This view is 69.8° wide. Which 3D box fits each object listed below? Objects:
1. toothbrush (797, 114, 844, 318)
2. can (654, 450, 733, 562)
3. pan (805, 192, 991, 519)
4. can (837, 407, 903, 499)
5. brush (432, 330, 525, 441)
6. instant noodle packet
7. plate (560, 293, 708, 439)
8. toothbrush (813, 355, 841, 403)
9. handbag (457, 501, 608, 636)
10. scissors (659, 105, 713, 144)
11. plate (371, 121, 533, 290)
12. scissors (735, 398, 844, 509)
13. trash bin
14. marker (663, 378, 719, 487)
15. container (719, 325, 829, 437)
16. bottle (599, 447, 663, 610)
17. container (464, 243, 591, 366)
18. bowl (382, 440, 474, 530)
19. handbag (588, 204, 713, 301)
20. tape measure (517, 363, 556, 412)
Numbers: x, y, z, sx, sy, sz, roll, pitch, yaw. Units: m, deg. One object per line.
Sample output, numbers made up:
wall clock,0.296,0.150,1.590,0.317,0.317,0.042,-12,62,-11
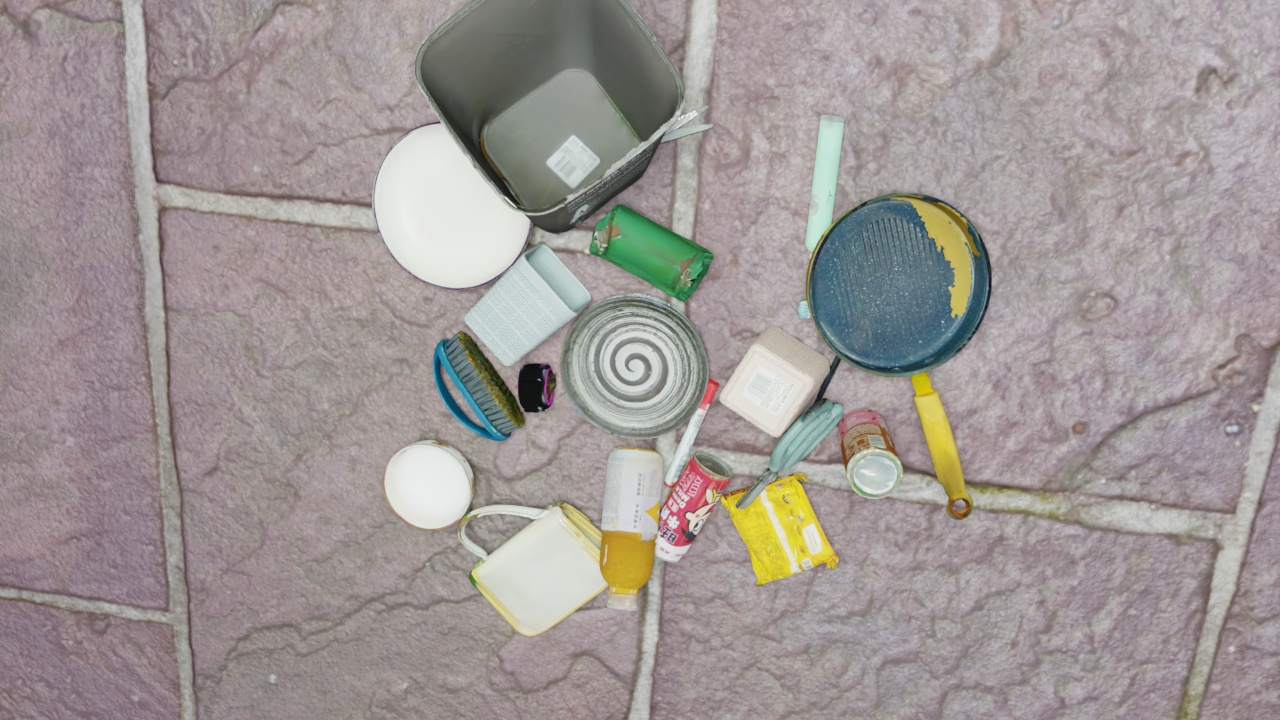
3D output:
toothbrush,0.197,-0.155,1.013,0.027,0.026,0.225,-5,108,-27
can,0.057,0.178,1.111,0.053,0.053,0.133,29,107,0
pan,0.298,-0.003,0.991,0.198,0.078,0.357,-16,100,2
can,0.251,0.099,1.010,0.058,0.147,0.058,2,105,8
brush,-0.204,0.038,1.112,0.074,0.055,0.144,-30,99,14
instant noodle packet,0.169,0.205,1.106,0.111,0.044,0.128,-21,97,20
plate,-0.006,0.006,1.091,0.179,0.024,0.179,3,107,9
toothbrush,0.210,0.032,1.068,0.018,0.015,0.181,28,108,10
handbag,-0.137,0.238,1.148,0.164,0.063,0.179,-38,104,17
scissors,0.000,-0.234,1.030,0.172,0.012,0.133,11,105,5
plate,-0.213,-0.179,1.063,0.192,0.039,0.192,2,105,8
scissors,0.160,0.107,1.032,0.180,0.143,0.019,-44,66,2
trash bin,-0.081,-0.237,0.907,0.199,0.220,0.198,-36,87,-3
marker,0.060,0.089,1.105,0.017,0.017,0.145,23,108,2
container,0.148,0.024,1.018,0.090,0.110,0.090,34,108,9
bottle,-0.013,0.199,1.090,0.068,0.068,0.189,5,83,7
container,-0.131,-0.061,1.058,0.112,0.090,0.090,-40,96,19
bowl,-0.258,0.149,1.148,0.113,0.062,0.113,2,105,7
handbag,0.008,-0.116,1.005,0.131,0.120,0.068,29,102,2
tape measure,-0.123,0.032,1.096,0.039,0.057,0.057,0,124,7
